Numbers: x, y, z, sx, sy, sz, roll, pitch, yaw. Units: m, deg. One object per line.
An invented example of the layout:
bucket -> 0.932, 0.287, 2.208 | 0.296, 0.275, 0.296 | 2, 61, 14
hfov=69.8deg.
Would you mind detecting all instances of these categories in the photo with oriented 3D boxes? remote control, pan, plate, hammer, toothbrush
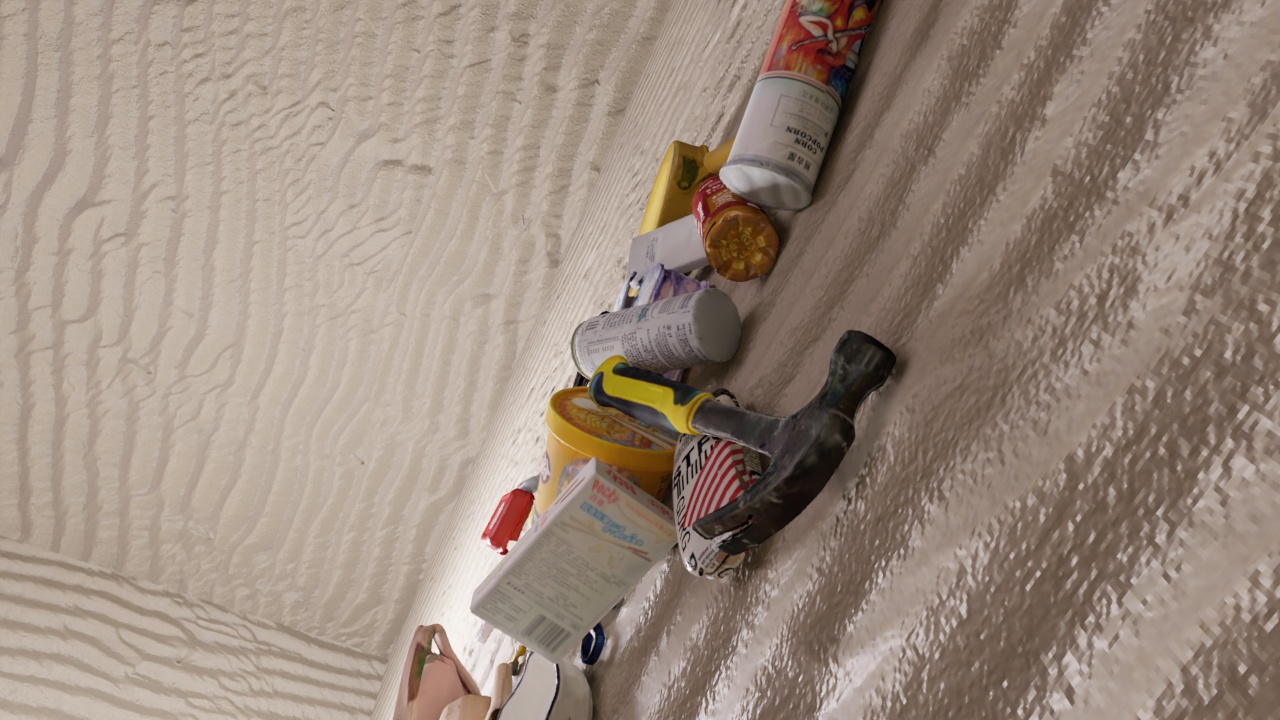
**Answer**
remote control -> 0.036, -0.112, 0.917 | 0.135, 0.019, 0.056 | -15, 61, 48
pan -> 0.066, -0.187, 0.992 | 0.358, 0.078, 0.197 | 118, 165, -60
plate -> -0.091, 0.336, 0.739 | 0.205, 0.045, 0.205 | -159, 91, -78
hammer -> 0.029, 0.033, 0.583 | 0.126, 0.032, 0.324 | -58, 20, -8
toothbrush -> -0.128, 0.313, 0.983 | 0.192, 0.016, 0.018 | 116, 156, -58

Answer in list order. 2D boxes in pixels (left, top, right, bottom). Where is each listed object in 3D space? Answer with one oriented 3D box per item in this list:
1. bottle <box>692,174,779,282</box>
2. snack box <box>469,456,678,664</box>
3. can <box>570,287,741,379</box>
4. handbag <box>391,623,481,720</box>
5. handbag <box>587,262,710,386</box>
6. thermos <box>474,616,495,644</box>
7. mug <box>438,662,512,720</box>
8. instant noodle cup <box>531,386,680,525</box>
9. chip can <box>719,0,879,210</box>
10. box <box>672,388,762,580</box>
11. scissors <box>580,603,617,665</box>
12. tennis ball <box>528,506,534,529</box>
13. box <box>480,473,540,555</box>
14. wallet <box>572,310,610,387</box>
bottle -> 0.076, -0.120, 0.779 | 0.174, 0.057, 0.058 | -95, 29, -66
snack box -> -0.049, 0.153, 0.689 | 0.157, 0.084, 0.026 | -49, 15, 16
can -> 0.010, -0.018, 0.749 | 0.147, 0.058, 0.058 | -11, 53, 45
handbag -> -0.235, 0.391, 0.999 | 0.193, 0.093, 0.235 | -84, -4, -58
handbag -> -0.005, 0.005, 0.881 | 0.134, 0.075, 0.193 | 143, 148, -70
thermos -> -0.158, 0.281, 1.093 | 0.199, 0.067, 0.087 | -50, 11, 54
mug -> -0.157, 0.368, 0.894 | 0.103, 0.084, 0.124 | -136, 71, -80
instant noodle cup -> -0.030, 0.096, 0.744 | 0.118, 0.118, 0.114 | -100, 26, -70
chip can -> 0.129, -0.226, 0.695 | 0.071, 0.071, 0.214 | 162, 129, -76
box -> 0.045, 0.073, 0.585 | 0.069, 0.052, 0.164 | -42, 19, 17
scissors -> -0.042, 0.215, 0.824 | 0.172, 0.012, 0.133 | -98, 30, -71
tennis ball -> -0.085, 0.172, 0.967 | 0.065, 0.065, 0.065 | -159, 91, -79
box -> -0.137, 0.169, 1.123 | 0.161, 0.058, 0.201 | -48, 1, -16
wallet -> -0.029, 0.003, 0.999 | 0.096, 0.020, 0.122 | -68, -23, -1
